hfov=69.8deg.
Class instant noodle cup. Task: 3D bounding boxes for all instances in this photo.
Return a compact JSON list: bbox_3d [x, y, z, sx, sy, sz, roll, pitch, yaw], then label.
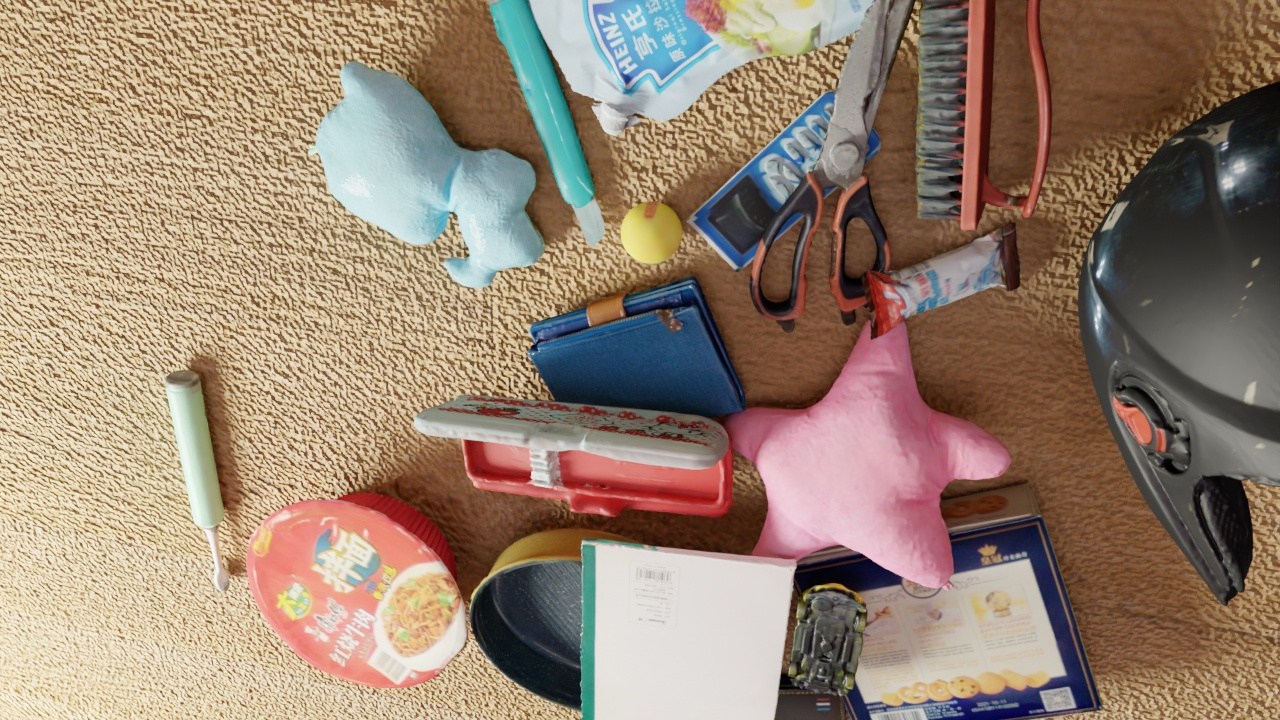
[{"bbox_3d":[-0.227,0.183,0.772,0.194,0.065,0.194,6,116,12],"label":"instant noodle cup"}]

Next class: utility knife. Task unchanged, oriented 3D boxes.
[{"bbox_3d":[-0.059,-0.158,0.594,0.029,0.013,0.180,-11,111,22],"label":"utility knife"}]

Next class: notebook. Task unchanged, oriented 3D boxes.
[{"bbox_3d":[0.029,0.222,0.679,0.150,0.012,0.209,6,120,7],"label":"notebook"}]

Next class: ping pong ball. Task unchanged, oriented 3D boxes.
[{"bbox_3d":[0.007,-0.083,0.599,0.040,0.040,0.040,5,116,11],"label":"ping pong ball"}]

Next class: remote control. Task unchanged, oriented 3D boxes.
[{"bbox_3d":[0.089,-0.111,0.575,0.049,0.024,0.125,45,116,-10],"label":"remote control"}]

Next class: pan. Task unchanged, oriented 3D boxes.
[{"bbox_3d":[0.001,0.282,0.754,0.198,0.078,0.357,-20,119,28],"label":"pan"}]

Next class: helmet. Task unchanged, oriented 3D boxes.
[{"bbox_3d":[0.331,-0.024,0.427,0.234,0.274,0.230,-27,80,14],"label":"helmet"}]

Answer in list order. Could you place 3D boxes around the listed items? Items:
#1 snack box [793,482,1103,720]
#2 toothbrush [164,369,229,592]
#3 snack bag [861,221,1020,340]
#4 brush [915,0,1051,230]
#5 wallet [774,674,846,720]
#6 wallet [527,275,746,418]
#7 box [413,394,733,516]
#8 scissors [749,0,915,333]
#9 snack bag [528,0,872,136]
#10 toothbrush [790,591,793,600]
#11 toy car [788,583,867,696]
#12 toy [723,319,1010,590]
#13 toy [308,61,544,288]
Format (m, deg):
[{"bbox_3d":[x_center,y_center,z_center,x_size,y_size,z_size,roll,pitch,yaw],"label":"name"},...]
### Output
[{"bbox_3d":[0.222,0.192,0.679,0.178,0.045,0.182,-16,110,21],"label":"snack box"},{"bbox_3d":[-0.378,0.112,0.796,0.027,0.026,0.225,31,128,43],"label":"toothbrush"},{"bbox_3d":[0.187,-0.049,0.571,0.104,0.026,0.048,-16,113,1],"label":"snack bag"},{"bbox_3d":[0.192,-0.150,0.510,0.069,0.063,0.146,4,115,24],"label":"brush"},{"bbox_3d":[0.127,0.317,0.779,0.096,0.020,0.122,-2,117,14],"label":"wallet"},{"bbox_3d":[-0.004,0.004,0.646,0.133,0.040,0.106,-15,117,23],"label":"wallet"},{"bbox_3d":[-0.038,0.059,0.631,0.201,0.073,0.155,5,156,12],"label":"box"},{"bbox_3d":[0.131,-0.108,0.548,0.207,0.015,0.192,-38,120,25],"label":"scissors"},{"bbox_3d":[0.034,-0.210,0.535,0.191,0.038,0.110,-19,119,22],"label":"snack bag"},{"bbox_3d":[0.027,0.179,0.734,0.189,0.029,0.021,3,75,12],"label":"toothbrush"},{"bbox_3d":[0.134,0.197,0.657,0.048,0.032,0.105,8,124,12],"label":"toy car"},{"bbox_3d":[0.145,0.084,0.619,0.195,0.074,0.178,-39,77,28],"label":"toy"},{"bbox_3d":[-0.146,-0.120,0.614,0.156,0.049,0.162,-1,123,6],"label":"toy"}]
